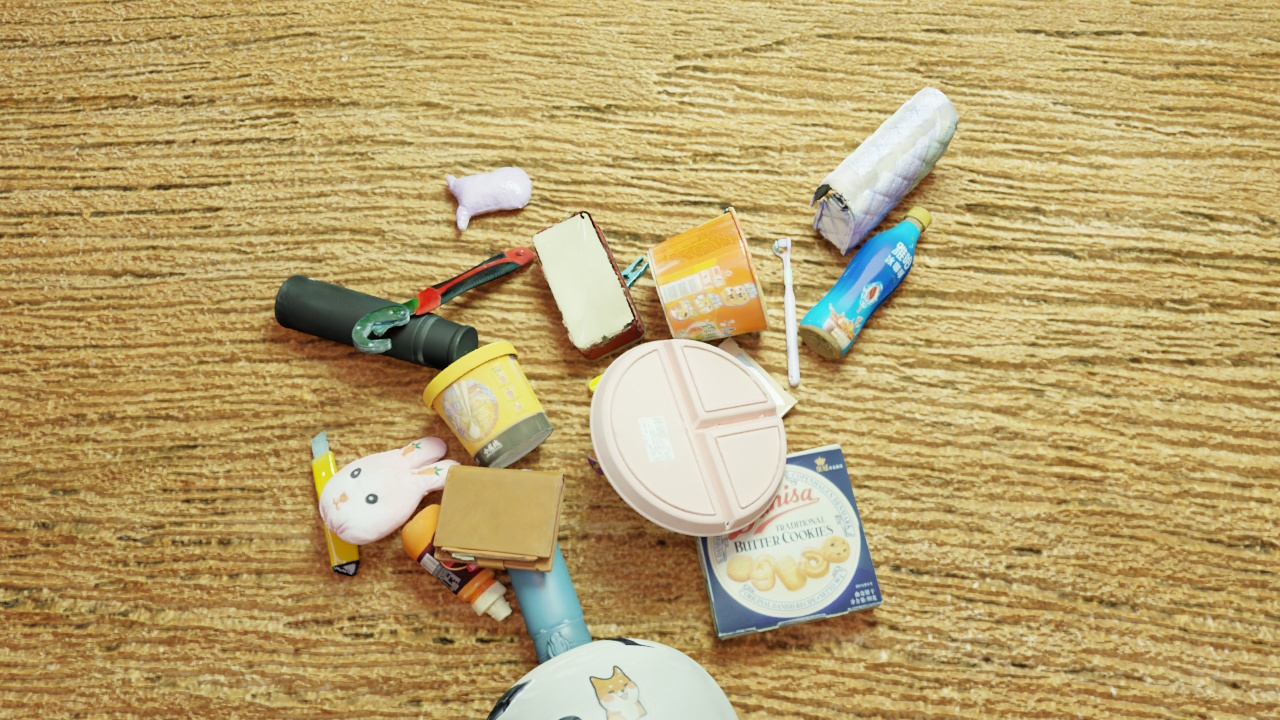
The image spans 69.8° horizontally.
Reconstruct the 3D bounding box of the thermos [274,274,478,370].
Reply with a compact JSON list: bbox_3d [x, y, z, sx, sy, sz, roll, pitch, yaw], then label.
[{"bbox_3d":[-0.313,-0.036,1.102,0.243,0.090,0.068,16,68,14],"label":"thermos"}]

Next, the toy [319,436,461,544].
[{"bbox_3d":[-0.284,0.142,1.039,0.159,0.054,0.121,-31,44,-21],"label":"toy"}]

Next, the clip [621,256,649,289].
[{"bbox_3d":[-0.011,-0.107,1.145,0.047,0.014,0.057,39,78,17],"label":"clip"}]

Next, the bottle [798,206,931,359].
[{"bbox_3d":[0.277,-0.100,1.102,0.065,0.065,0.218,37,77,14],"label":"bottle"}]

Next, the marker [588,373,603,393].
[{"bbox_3d":[-0.007,0.006,1.107,0.124,0.015,0.018,-28,73,-10],"label":"marker"}]

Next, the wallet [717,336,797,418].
[{"bbox_3d":[0.115,0.038,1.086,0.087,0.024,0.115,-40,75,-16],"label":"wallet"}]

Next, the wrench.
[{"bbox_3d":[-0.227,-0.079,1.080,0.056,0.016,0.272,30,44,24],"label":"wrench"}]

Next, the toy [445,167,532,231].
[{"bbox_3d":[-0.191,-0.214,1.177,0.108,0.039,0.083,-13,71,-4],"label":"toy"}]

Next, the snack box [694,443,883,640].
[{"bbox_3d":[0.153,0.200,1.015,0.178,0.046,0.182,-11,71,-2],"label":"snack box"}]

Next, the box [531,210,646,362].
[{"bbox_3d":[-0.067,-0.091,1.103,0.091,0.075,0.168,-26,71,6],"label":"box"}]

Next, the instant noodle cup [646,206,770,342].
[{"bbox_3d":[0.077,-0.090,1.071,0.111,0.151,0.151,-18,71,5],"label":"instant noodle cup"}]

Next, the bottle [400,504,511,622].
[{"bbox_3d":[-0.198,0.230,1.016,0.066,0.067,0.149,-43,81,-12],"label":"bottle"}]

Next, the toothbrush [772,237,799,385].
[{"bbox_3d":[0.180,-0.060,1.118,0.021,0.029,0.189,11,68,-34],"label":"toothbrush"}]

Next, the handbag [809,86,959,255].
[{"bbox_3d":[0.289,-0.226,1.110,0.075,0.134,0.193,43,77,14],"label":"handbag"}]

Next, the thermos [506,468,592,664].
[{"bbox_3d":[-0.112,0.230,1.005,0.070,0.070,0.220,-21,70,-5],"label":"thermos"}]

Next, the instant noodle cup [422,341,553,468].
[{"bbox_3d":[-0.168,0.057,1.047,0.118,0.118,0.114,-34,81,-9],"label":"instant noodle cup"}]

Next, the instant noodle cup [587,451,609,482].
[{"bbox_3d":[0.011,0.091,1.032,0.111,0.112,0.099,22,65,10],"label":"instant noodle cup"}]

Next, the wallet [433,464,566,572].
[{"bbox_3d":[-0.150,0.167,0.979,0.132,0.031,0.107,2,69,12],"label":"wallet"}]

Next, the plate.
[{"bbox_3d":[0.058,0.074,0.984,0.229,0.028,0.229,10,60,-17],"label":"plate"}]

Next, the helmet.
[{"bbox_3d":[-0.039,0.357,0.889,0.274,0.230,0.156,-8,52,-7],"label":"helmet"}]

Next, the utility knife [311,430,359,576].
[{"bbox_3d":[-0.356,0.165,1.066,0.033,0.015,0.180,-10,68,-24],"label":"utility knife"}]
